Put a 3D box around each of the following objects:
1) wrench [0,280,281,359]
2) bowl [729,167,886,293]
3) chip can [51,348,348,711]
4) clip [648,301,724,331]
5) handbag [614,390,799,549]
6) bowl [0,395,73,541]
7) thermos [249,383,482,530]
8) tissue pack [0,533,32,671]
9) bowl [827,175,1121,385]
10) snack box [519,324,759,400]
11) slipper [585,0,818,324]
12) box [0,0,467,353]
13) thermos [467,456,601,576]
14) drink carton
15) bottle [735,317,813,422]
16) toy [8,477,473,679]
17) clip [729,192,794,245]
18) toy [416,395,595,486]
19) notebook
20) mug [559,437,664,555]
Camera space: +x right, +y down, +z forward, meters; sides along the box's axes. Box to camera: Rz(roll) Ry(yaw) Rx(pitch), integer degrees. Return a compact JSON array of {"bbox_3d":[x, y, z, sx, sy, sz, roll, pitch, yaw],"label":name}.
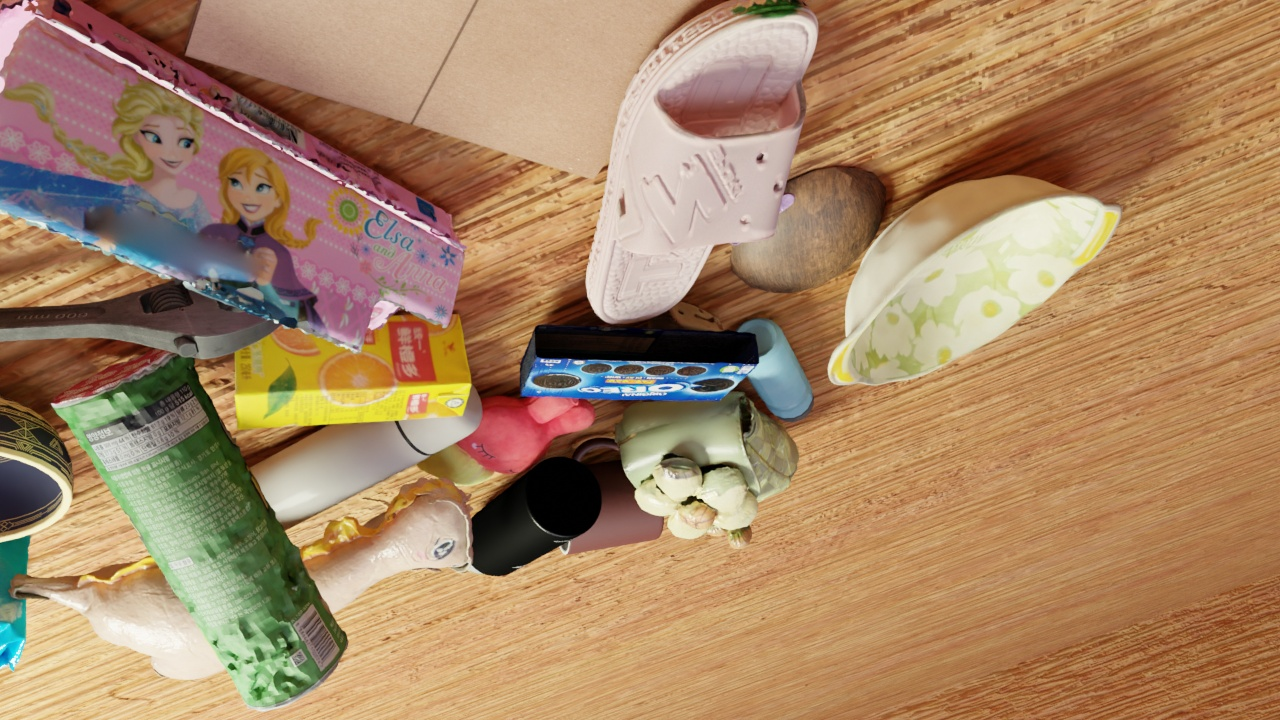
[{"bbox_3d":[-0.321,-0.018,0.460,0.273,0.073,0.018,-4,123,-10],"label":"wrench"},{"bbox_3d":[0.114,-0.076,0.604,0.101,0.026,0.114,3,142,-29],"label":"bowl"},{"bbox_3d":[-0.253,0.103,0.547,0.075,0.075,0.223,-19,110,3],"label":"chip can"},{"bbox_3d":[0.029,-0.019,0.652,0.043,0.024,0.061,-37,146,28],"label":"clip"},{"bbox_3d":[0.065,0.093,0.743,0.113,0.116,0.186,-11,155,24],"label":"handbag"},{"bbox_3d":[-0.389,0.053,0.525,0.112,0.061,0.113,-12,147,-8],"label":"bowl"},{"bbox_3d":[-0.213,0.072,0.645,0.224,0.052,0.052,-27,146,14],"label":"thermos"},{"bbox_3d":[-0.470,0.119,0.537,0.066,0.117,0.209,-37,143,17],"label":"tissue pack"},{"bbox_3d":[0.211,-0.063,0.623,0.219,0.060,0.188,-26,153,-2],"label":"bowl"},{"bbox_3d":[-0.004,0.004,0.626,0.150,0.027,0.082,2,159,-13],"label":"snack box"},{"bbox_3d":[0.029,-0.086,0.506,0.094,0.064,0.240,-11,150,-26],"label":"slipper"},{"bbox_3d":[-0.185,-0.059,0.422,0.085,0.096,0.230,-34,144,23],"label":"box"},{"bbox_3d":[-0.106,0.141,0.765,0.061,0.061,0.232,1,158,-27],"label":"thermos"},{"bbox_3d":[-0.175,0.006,0.560,0.134,0.058,0.043,-3,147,-23],"label":"drink carton"},{"bbox_3d":[0.107,0.012,0.720,0.040,0.040,0.130,-25,147,11],"label":"bottle"},{"bbox_3d":[-0.250,0.140,0.626,0.264,0.065,0.196,-28,137,8],"label":"toy"},{"bbox_3d":[0.072,-0.090,0.564,0.053,0.036,0.013,-26,148,37],"label":"clip"},{"bbox_3d":[-0.099,0.056,0.682,0.135,0.045,0.092,-24,151,5],"label":"toy"},{"bbox_3d":[-0.073,-0.158,0.409,0.208,0.008,0.142,10,138,-36],"label":"notebook"},{"bbox_3d":[-0.029,0.110,0.783,0.082,0.073,0.106,-6,120,-17],"label":"mug"}]
